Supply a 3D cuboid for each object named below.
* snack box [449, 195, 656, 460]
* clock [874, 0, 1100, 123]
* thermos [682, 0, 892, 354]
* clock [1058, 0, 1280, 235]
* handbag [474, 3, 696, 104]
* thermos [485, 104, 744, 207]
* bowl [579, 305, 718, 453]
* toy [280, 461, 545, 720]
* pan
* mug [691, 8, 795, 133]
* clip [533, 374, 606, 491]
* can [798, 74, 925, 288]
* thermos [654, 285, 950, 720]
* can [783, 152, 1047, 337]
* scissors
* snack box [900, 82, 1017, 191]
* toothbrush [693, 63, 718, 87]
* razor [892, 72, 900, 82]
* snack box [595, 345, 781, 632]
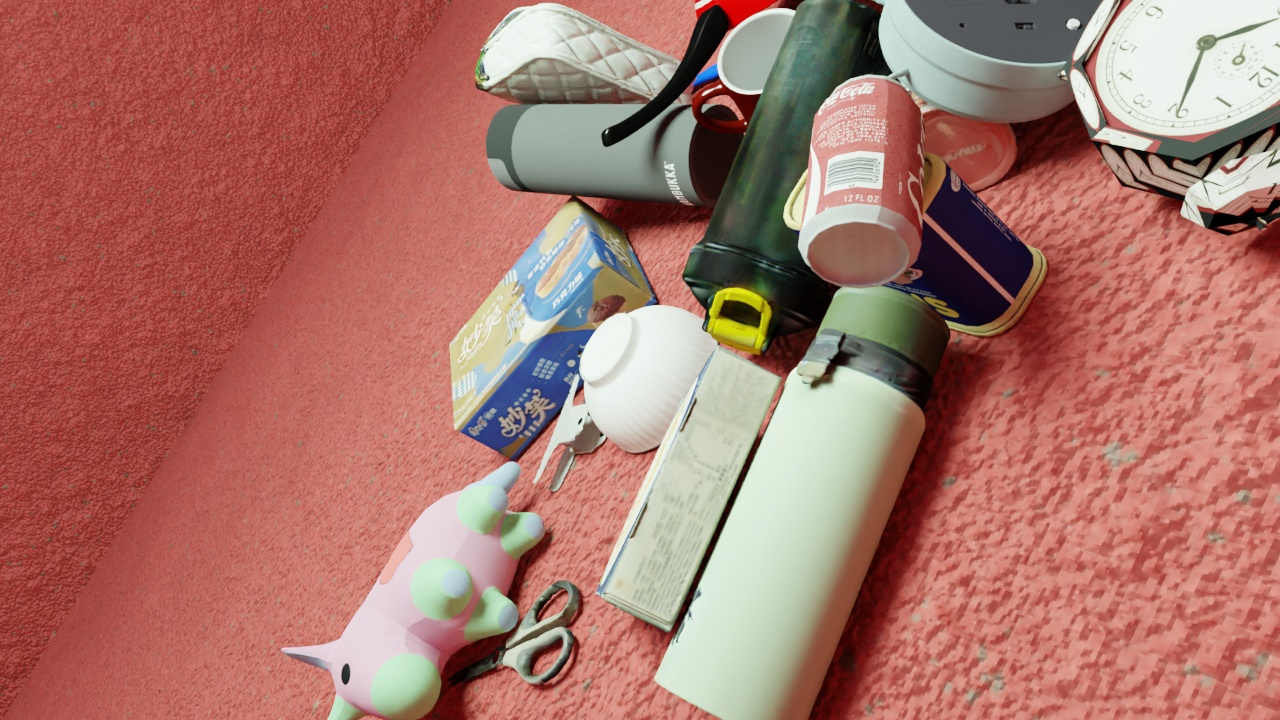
[{"bbox_3d":[-0.089,-0.033,0.850,0.203,0.069,0.155,-47,29,16],"label":"snack box"},{"bbox_3d":[0.207,-0.187,0.501,0.045,0.159,0.122,94,173,-59],"label":"clock"},{"bbox_3d":[0.097,-0.113,0.589,0.098,0.098,0.221,22,92,61],"label":"thermos"},{"bbox_3d":[0.266,-0.113,0.396,0.115,0.065,0.154,-45,47,19],"label":"clock"},{"bbox_3d":[-0.048,-0.274,0.894,0.139,0.194,0.072,-7,73,53],"label":"handbag"},{"bbox_3d":[-0.030,-0.186,0.817,0.241,0.082,0.082,12,71,38],"label":"thermos"},{"bbox_3d":[-0.004,0.004,0.693,0.118,0.062,0.117,-37,35,31],"label":"bowl"},{"bbox_3d":[-0.166,0.183,0.721,0.172,0.120,0.221,-24,35,40],"label":"toy"},{"bbox_3d":[0.086,-0.299,0.754,0.355,0.067,0.209,-41,18,-18],"label":"pan"},{"bbox_3d":[0.093,-0.202,0.695,0.106,0.082,0.073,-22,61,19],"label":"mug"},{"bbox_3d":[-0.057,0.053,0.748,0.059,0.050,0.101,-28,39,61],"label":"clip"},{"bbox_3d":[0.105,-0.086,0.432,0.054,0.054,0.096,-25,42,44],"label":"can"},{"bbox_3d":[0.087,0.070,0.469,0.082,0.082,0.231,6,66,58],"label":"thermos"},{"bbox_3d":[0.146,-0.068,0.506,0.056,0.092,0.116,-58,29,-2],"label":"can"},{"bbox_3d":[-0.097,0.208,0.685,0.171,0.012,0.121,-10,53,57],"label":"scissors"},{"bbox_3d":[0.193,-0.169,0.558,0.072,0.072,0.121,-20,45,47],"label":"snack box"},{"bbox_3d":[0.054,-0.282,0.940,0.183,0.018,0.016,-11,48,49],"label":"toothbrush"},{"bbox_3d":[0.152,-0.194,0.643,0.151,0.067,0.054,-57,27,14],"label":"razor"},{"bbox_3d":[0.022,0.079,0.531,0.145,0.042,0.144,109,-174,-75],"label":"snack box"}]
